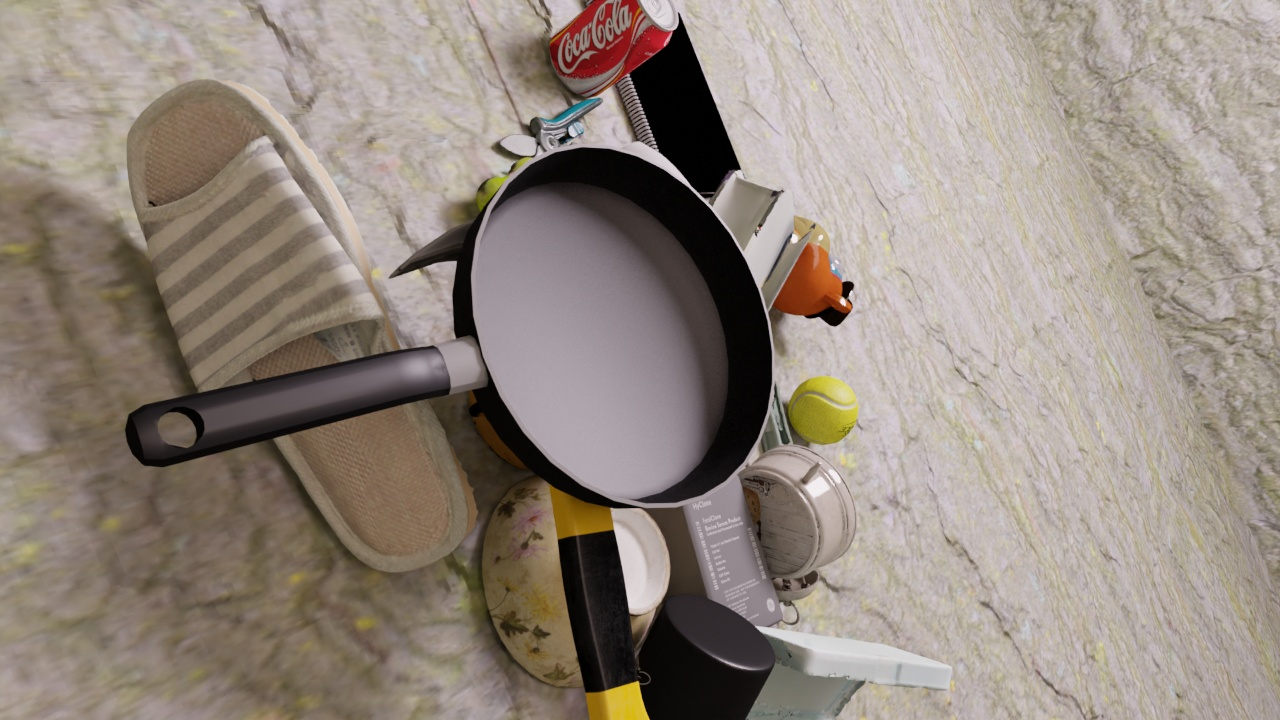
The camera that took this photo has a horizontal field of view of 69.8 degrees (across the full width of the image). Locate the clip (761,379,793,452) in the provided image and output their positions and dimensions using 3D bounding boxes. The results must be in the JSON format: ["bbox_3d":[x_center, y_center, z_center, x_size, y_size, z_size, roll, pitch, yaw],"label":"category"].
[{"bbox_3d":[0.120,0.052,0.845,0.042,0.023,0.076,-3,76,-52],"label":"clip"}]

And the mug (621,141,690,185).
[{"bbox_3d":[-0.002,-0.130,0.759,0.089,0.071,0.107,57,36,5],"label":"mug"}]

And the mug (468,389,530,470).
[{"bbox_3d":[-0.058,0.019,0.596,0.123,0.094,0.100,-12,81,-46],"label":"mug"}]

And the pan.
[{"bbox_3d":[-0.064,-0.003,0.458,0.354,0.044,0.204,-16,85,-41],"label":"pan"}]

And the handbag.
[{"bbox_3d":[0.089,-0.053,0.781,0.151,0.074,0.176,-59,155,-13],"label":"handbag"}]

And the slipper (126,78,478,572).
[{"bbox_3d":[-0.173,-0.007,0.468,0.273,0.115,0.054,66,18,-13],"label":"slipper"}]

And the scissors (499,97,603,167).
[{"bbox_3d":[-0.057,-0.183,0.766,0.124,0.019,0.155,34,50,-32],"label":"scissors"}]

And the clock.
[{"bbox_3d":[0.115,0.146,0.743,0.061,0.103,0.157,-19,111,-45],"label":"clock"}]

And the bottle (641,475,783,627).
[{"bbox_3d":[0.045,0.126,0.700,0.083,0.046,0.173,-4,74,-50],"label":"bottle"}]

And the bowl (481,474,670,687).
[{"bbox_3d":[-0.027,0.135,0.598,0.145,0.063,0.145,25,55,-40],"label":"bowl"}]

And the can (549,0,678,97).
[{"bbox_3d":[-0.023,-0.276,0.781,0.064,0.105,0.064,25,53,-39],"label":"can"}]

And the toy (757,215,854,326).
[{"bbox_3d":[0.137,-0.097,0.885,0.176,0.096,0.112,52,-1,-20],"label":"toy"}]

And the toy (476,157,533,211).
[{"bbox_3d":[-0.071,-0.090,0.682,0.118,0.043,0.092,58,37,-14],"label":"toy"}]

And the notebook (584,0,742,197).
[{"bbox_3d":[0.030,-0.259,0.908,0.148,0.016,0.206,-15,83,-52],"label":"notebook"}]

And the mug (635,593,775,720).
[{"bbox_3d":[0.031,0.203,0.603,0.078,0.088,0.113,22,12,-12],"label":"mug"}]

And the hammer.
[{"bbox_3d":[-0.039,0.066,0.504,0.169,0.034,0.324,0,74,-40],"label":"hammer"}]

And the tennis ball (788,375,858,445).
[{"bbox_3d":[0.174,0.047,0.874,0.065,0.066,0.065,25,53,-39],"label":"tennis ball"}]

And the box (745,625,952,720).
[{"bbox_3d":[0.134,0.240,0.681,0.197,0.126,0.074,22,28,-41],"label":"box"}]
